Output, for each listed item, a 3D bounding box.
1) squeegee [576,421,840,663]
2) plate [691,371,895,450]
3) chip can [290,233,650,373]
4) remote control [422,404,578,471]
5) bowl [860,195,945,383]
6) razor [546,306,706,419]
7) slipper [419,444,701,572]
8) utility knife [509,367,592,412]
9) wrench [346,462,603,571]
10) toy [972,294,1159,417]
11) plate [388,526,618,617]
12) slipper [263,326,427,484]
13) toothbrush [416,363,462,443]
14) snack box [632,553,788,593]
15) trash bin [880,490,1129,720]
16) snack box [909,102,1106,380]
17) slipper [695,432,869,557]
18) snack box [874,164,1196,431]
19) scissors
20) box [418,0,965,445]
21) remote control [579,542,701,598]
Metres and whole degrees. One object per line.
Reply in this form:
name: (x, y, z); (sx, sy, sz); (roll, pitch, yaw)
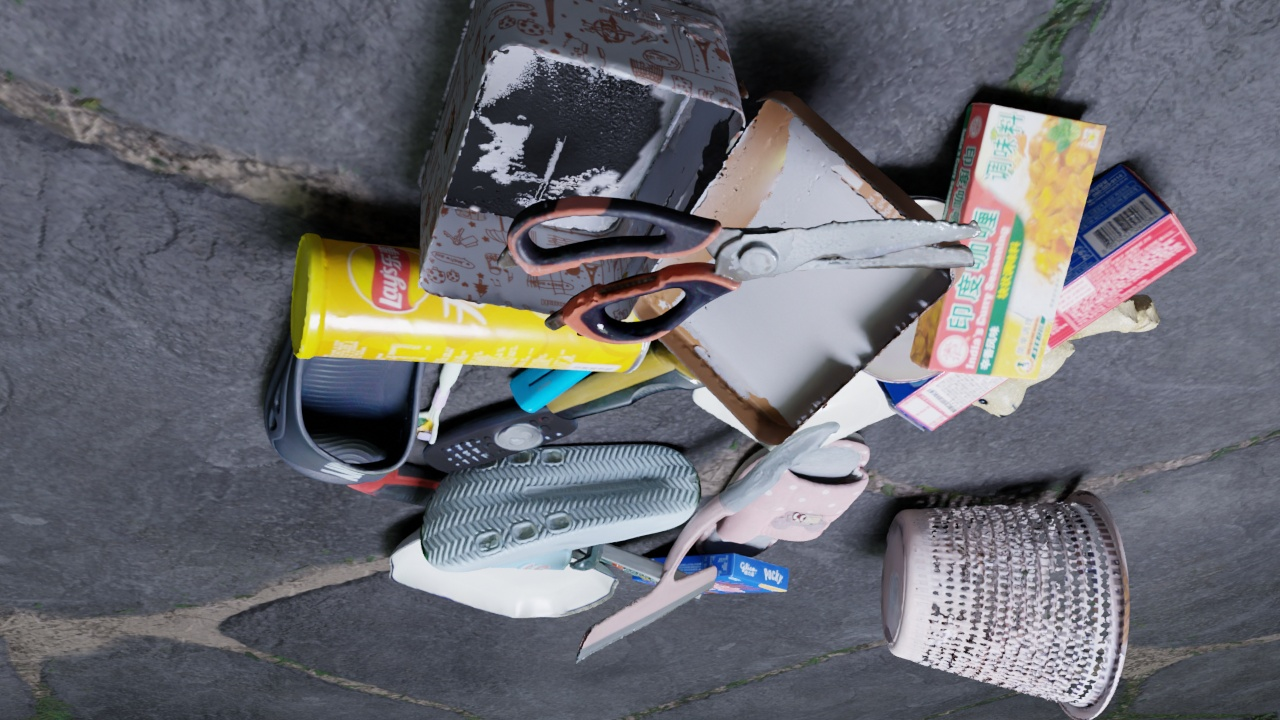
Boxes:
squeegee: (0.074, 0.130, 0.777); (0.250, 0.040, 0.247); (-50, 158, 21)
plate: (0.137, 0.011, 0.716); (0.164, 0.034, 0.164); (-29, 139, 29)
chip can: (-0.100, -0.031, 0.566); (0.213, 0.072, 0.072); (4, 145, -27)
remote control: (-0.117, 0.060, 0.760); (0.137, 0.024, 0.053); (-18, 142, 16)
bowl: (0.160, -0.049, 0.589); (0.116, 0.066, 0.116); (-3, 105, -13)
razor: (-0.004, 0.004, 0.681); (0.168, 0.062, 0.067); (-23, 112, 32)
slipper: (-0.068, 0.130, 0.803); (0.245, 0.104, 0.074); (-8, 142, -10)
utility knife: (-0.018, -0.021, 0.655); (0.217, 0.034, 0.018); (-34, 146, 31)
wrench: (-0.143, 0.138, 0.852); (0.273, 0.056, 0.016); (26, 158, -32)
toy: (0.305, -0.008, 0.687); (0.105, 0.066, 0.158); (-2, 157, -36)
plate: (-0.140, 0.217, 0.972); (0.162, 0.034, 0.265); (-28, 139, 28)
slipper: (-0.211, 0.033, 0.658); (0.110, 0.083, 0.269); (9, 140, -21)
toothbrush: (-0.141, 0.005, 0.683); (0.020, 0.029, 0.190); (-34, 165, -42)
snack box: (0.073, 0.231, 0.990); (0.084, 0.026, 0.158); (23, 154, -35)
trash bin: (0.356, 0.238, 0.940); (0.192, 0.226, 0.228); (5, 146, 6)
snack box: (0.216, -0.068, 0.546); (0.077, 0.027, 0.156); (5, 105, -14)
slipper: (0.132, 0.148, 0.894); (0.114, 0.054, 0.275); (8, 145, -19)
snack box: (0.254, -0.036, 0.616); (0.208, 0.057, 0.058); (-40, 134, 23)
scissors: (0.042, -0.040, 0.437); (0.205, 0.015, 0.197); (25, 137, -11)
box: (0.014, -0.077, 0.494); (0.274, 0.124, 0.179); (27, 138, -7)
remote control: (0.000, 0.211, 0.936); (0.135, 0.019, 0.056); (10, 159, 43)
